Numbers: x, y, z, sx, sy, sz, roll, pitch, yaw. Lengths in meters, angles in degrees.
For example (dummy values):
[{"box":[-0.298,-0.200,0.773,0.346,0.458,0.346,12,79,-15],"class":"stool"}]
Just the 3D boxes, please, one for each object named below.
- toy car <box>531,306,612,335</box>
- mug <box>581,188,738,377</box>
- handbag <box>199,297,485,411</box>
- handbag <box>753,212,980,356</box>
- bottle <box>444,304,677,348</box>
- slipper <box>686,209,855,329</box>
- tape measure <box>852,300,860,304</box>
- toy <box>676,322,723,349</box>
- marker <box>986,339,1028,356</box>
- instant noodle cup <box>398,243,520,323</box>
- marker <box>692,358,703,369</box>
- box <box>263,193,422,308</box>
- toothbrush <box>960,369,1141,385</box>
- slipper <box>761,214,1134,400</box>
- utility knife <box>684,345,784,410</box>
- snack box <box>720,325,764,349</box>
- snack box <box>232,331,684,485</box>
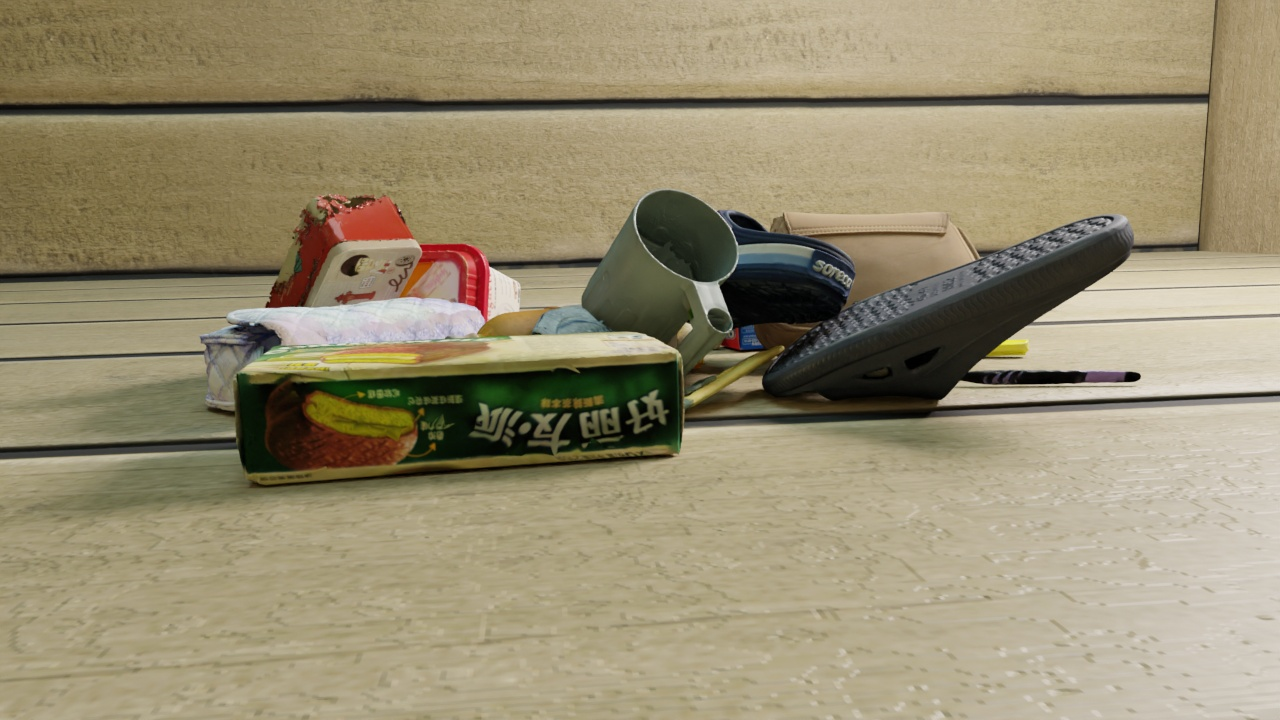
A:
[{"box":[-0.032,-0.005,0.655,0.105,0.031,0.048,37,44,19],"class":"toy car"},{"box":[0.016,-0.045,0.672,0.083,0.123,0.104,-1,-30,-30],"class":"mug"},{"box":[-0.233,-0.009,0.720,0.134,0.075,0.193,2,9,38],"class":"handbag"},{"box":[0.205,-0.065,0.840,0.204,0.147,0.100,1,-28,7],"class":"handbag"},{"box":[-0.061,-0.009,0.719,0.189,0.068,0.068,-7,10,-33],"class":"bottle"},{"box":[0.075,-0.083,0.760,0.105,0.095,0.253,29,-12,-29],"class":"slipper"},{"box":[0.207,-0.018,0.745,0.066,0.066,0.033,1,13,26],"class":"tape measure"},{"box":[0.033,-0.034,0.931,0.105,0.066,0.157,31,12,-4],"class":"toy"},{"box":[0.297,-0.009,0.857,0.124,0.015,0.018,-3,8,7],"class":"marker"},{"box":[-0.181,-0.049,0.901,0.117,0.116,0.124,2,-3,20],"class":"instant noodle cup"},{"box":[-0.005,0.005,0.806,0.123,0.015,0.018,-5,8,-8],"class":"marker"},{"box":[-0.273,-0.070,0.812,0.091,0.079,0.169,-10,-32,-46],"class":"box"},{"box":[0.287,0.013,0.705,0.189,0.014,0.016,0,16,5],"class":"toothbrush"},{"box":[0.209,-0.013,0.637,0.269,0.083,0.110,-25,7,28],"class":"slipper"},{"box":[0.062,0.014,0.666,0.031,0.018,0.151,-16,3,41],"class":"utility knife"},{"box":[0.186,-0.046,0.969,0.207,0.057,0.058,-4,7,-18],"class":"snack box"},{"box":[-0.102,0.021,0.544,0.240,0.063,0.114,-3,9,-12],"class":"snack box"}]
